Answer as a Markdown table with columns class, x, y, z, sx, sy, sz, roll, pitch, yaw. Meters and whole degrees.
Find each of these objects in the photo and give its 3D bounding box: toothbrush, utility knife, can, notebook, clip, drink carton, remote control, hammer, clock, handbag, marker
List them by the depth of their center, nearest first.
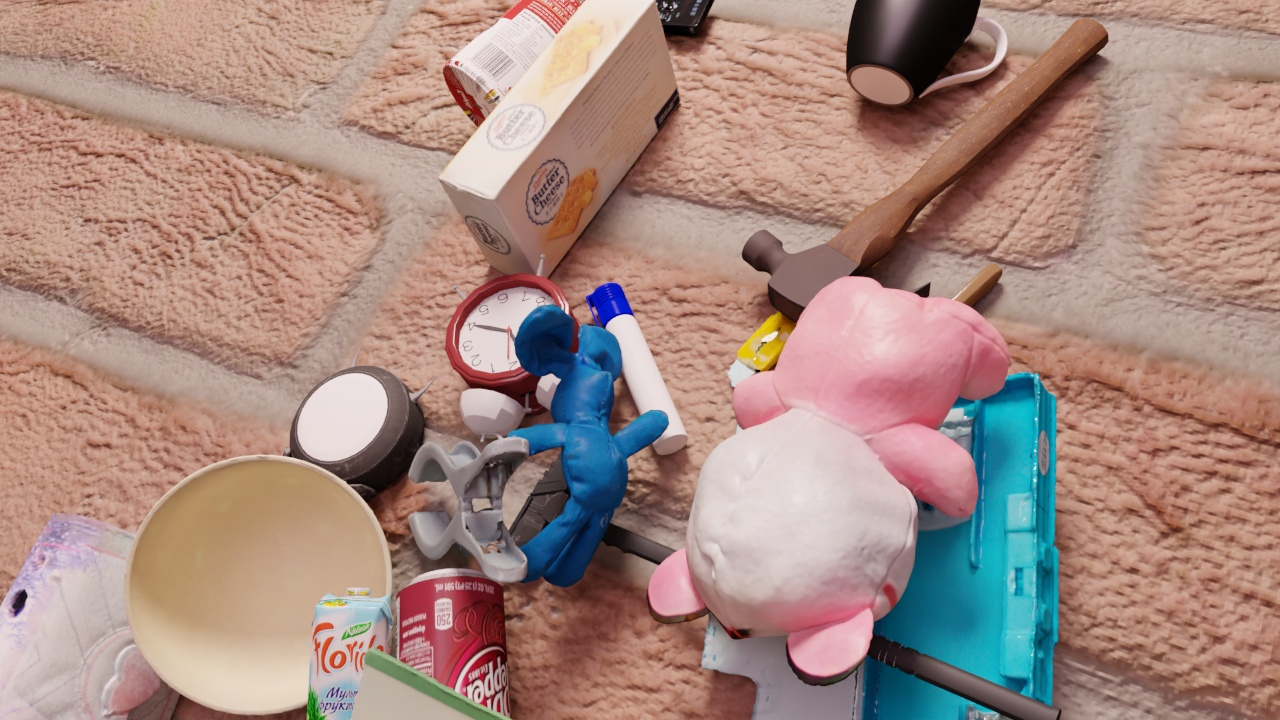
| class | x | y | z | sx | sy | sz | roll | pitch | yaw |
| --- | --- | --- | --- | --- | --- | --- | --- | --- | --- |
| notebook | -0.055 | 0.269 | 0.439 | 0.253 | 0.010 | 0.182 | 17 | 95 | 24 |
| hammer | 0.059 | 0.119 | 0.499 | 0.325 | 0.015 | 0.094 | 15 | 65 | 37 |
| drink carton | -0.162 | 0.193 | 0.513 | 0.044 | 0.038 | 0.129 | 2 | 89 | -6 |
| can | -0.107 | 0.182 | 0.523 | 0.063 | 0.063 | 0.114 | -14 | 58 | 8 |
| clip | -0.105 | 0.067 | 0.542 | 0.163 | 0.028 | 0.107 | -2 | 88 | 60 |
| handbag | -0.334 | 0.186 | 0.549 | 0.069 | 0.126 | 0.158 | 4 | 60 | 15 |
| toothbrush | 0.170 | -0.006 | 0.583 | 0.166 | 0.016 | 0.016 | -41 | 59 | -9 |
| utility knife | 0.116 | -0.039 | 0.620 | 0.162 | 0.017 | 0.030 | -46 | 49 | -10 |
| marker | -0.004 | 0.004 | 0.622 | 0.027 | 0.023 | 0.133 | -22 | 57 | -2 |
| hammer | 0.213 | -0.134 | 0.626 | 0.322 | 0.033 | 0.115 | -42 | 58 | -15 |
| clock | -0.083 | -0.003 | 0.634 | 0.096 | 0.048 | 0.137 | -19 | 56 | 5 |
| clock | -0.202 | 0.051 | 0.639 | 0.091 | 0.044 | 0.122 | 20 | 67 | 25 |
| can | -0.091 | -0.244 | 0.756 | 0.086 | 0.087 | 0.116 | 36 | 75 | 30 |
| remote control | -0.009 | -0.307 | 0.810 | 0.150 | 0.022 | 0.047 | 13 | 65 | 25 |

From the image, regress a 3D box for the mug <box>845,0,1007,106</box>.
| class | x | y | z | sx | sy | sz | roll | pitch | yaw |
| --- | --- | --- | --- | --- | --- | --- | --- | --- | --- |
| mug | 0.211 | -0.237 | 0.678 | 0.119 | 0.085 | 0.100 | 26 | 81 | -4 |

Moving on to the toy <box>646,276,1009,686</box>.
| class | x | y | z | sx | sy | sz | roll | pitch | yaw |
| --- | --- | --- | --- | --- | --- | --- | --- | --- | --- |
| toy | 0.092 | 0.052 | 0.466 | 0.142 | 0.084 | 0.212 | 15 | 63 | 42 |

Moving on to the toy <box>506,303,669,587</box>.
| class | x | y | z | sx | sy | sz | roll | pitch | yaw |
| --- | --- | --- | --- | --- | --- | --- | --- | --- | --- |
| toy | -0.040 | 0.042 | 0.539 | 0.071 | 0.112 | 0.176 | -13 | 61 | 36 |

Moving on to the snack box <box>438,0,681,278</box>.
| class | x | y | z | sx | sy | sz | roll | pitch | yaw |
| --- | --- | --- | --- | --- | --- | --- | --- | --- | --- |
| snack box | -0.054 | -0.170 | 0.690 | 0.057 | 0.104 | 0.207 | 25 | 70 | 26 |

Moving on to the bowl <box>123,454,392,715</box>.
| class | x | y | z | sx | sy | sz | roll | pitch | yaw |
| --- | --- | --- | --- | --- | --- | --- | --- | --- | --- |
| bowl | -0.224 | 0.130 | 0.566 | 0.150 | 0.075 | 0.150 | 0 | 90 | -6 |

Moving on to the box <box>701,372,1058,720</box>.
| class | x | y | z | sx | sy | sz | roll | pitch | yaw |
| --- | --- | --- | --- | --- | --- | --- | --- | --- | --- |
| box | 0.127 | 0.120 | 0.498 | 0.186 | 0.056 | 0.226 | -5 | 61 | 34 |
